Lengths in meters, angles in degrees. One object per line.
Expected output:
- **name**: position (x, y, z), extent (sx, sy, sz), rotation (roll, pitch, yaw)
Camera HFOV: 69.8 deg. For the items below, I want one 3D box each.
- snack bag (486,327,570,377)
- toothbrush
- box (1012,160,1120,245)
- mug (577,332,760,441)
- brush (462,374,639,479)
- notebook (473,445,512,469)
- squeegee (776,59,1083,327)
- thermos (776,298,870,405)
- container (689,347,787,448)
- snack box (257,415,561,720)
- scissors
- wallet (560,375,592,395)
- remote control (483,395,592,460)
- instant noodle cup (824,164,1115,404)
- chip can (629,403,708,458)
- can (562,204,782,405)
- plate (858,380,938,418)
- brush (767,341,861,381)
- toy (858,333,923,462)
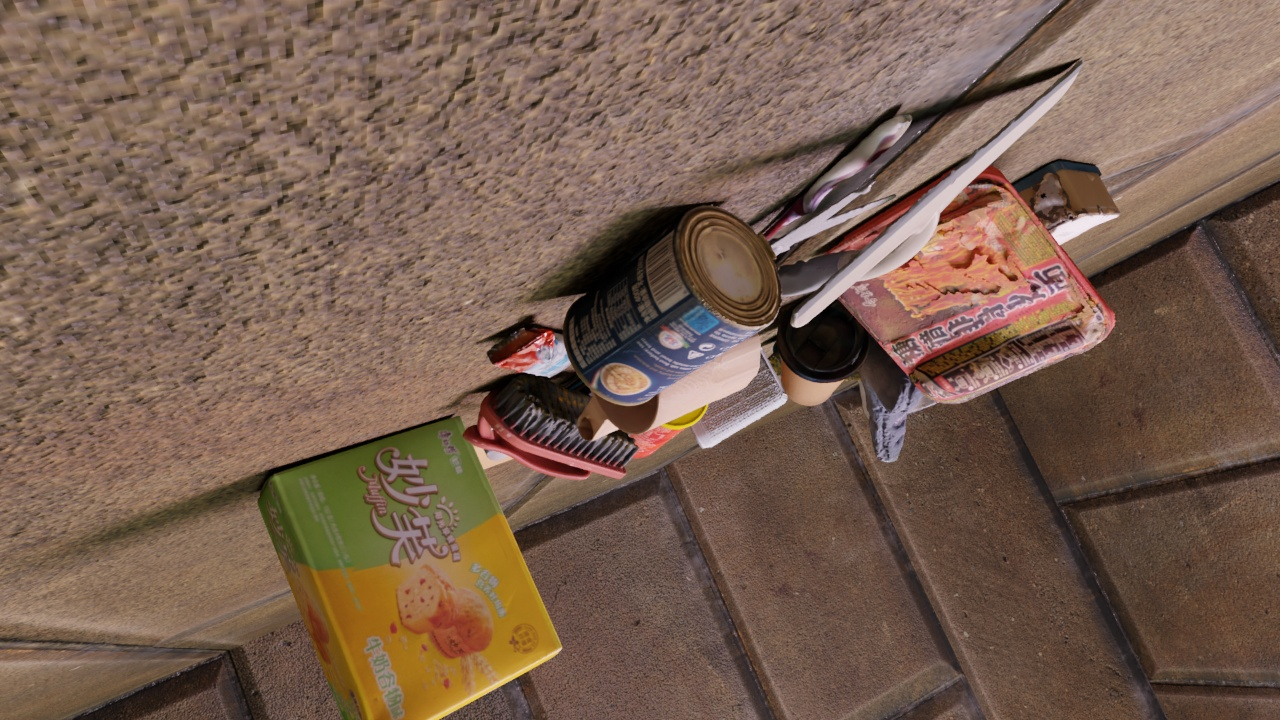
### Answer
- **snack bag**: position (-0.063, -0.005, 0.605), extent (0.045, 0.026, 0.105), rotation (-35, 170, 8)
- **toothbrush**: position (0.104, -0.093, 0.553), extent (0.016, 0.017, 0.188), rotation (-15, 168, -27)
- **box**: position (0.394, -0.144, 0.877), extent (0.090, 0.059, 0.183), rotation (-30, 171, 35)
- **mug**: position (0.017, 0.010, 0.685), extent (0.103, 0.084, 0.125), rotation (-19, 156, -35)
- **brush**: position (-0.073, 0.059, 0.738), extent (0.069, 0.063, 0.145), rotation (-44, 140, 20)
- **notebook**: position (-0.167, 0.099, 0.976), extent (0.211, 0.012, 0.150), rotation (-18, 167, -32)
- **squeegee**: position (0.141, -0.069, 0.610), extent (0.246, 0.039, 0.247), rotation (-40, -175, -18)
- **thermos**: position (0.186, -0.004, 0.966), extent (0.093, 0.093, 0.143), rotation (-23, 160, -5)
- **container**: position (0.105, 0.037, 1.072), extent (0.111, 0.090, 0.090), rotation (-29, 170, 9)
- **snack box**: position (-0.176, 0.164, 0.702), extent (0.157, 0.210, 0.070), rotation (-18, 168, -37)
- **scissors**: position (0.080, -0.065, 0.583), extent (0.169, 0.012, 0.147), rotation (-13, 161, 3)
- **wallet**: position (-0.005, 0.005, 0.827), extent (0.097, 0.020, 0.122), rotation (-36, 165, 37)
- **remote control**: position (-0.089, 0.060, 0.893), extent (0.135, 0.019, 0.056), rotation (-27, 167, -1)
- **instant noodle cup**: position (0.255, -0.066, 0.731), extent (0.165, 0.189, 0.078), rotation (-30, -156, 39)
- **chip can**: position (0.015, 0.059, 1.008), extent (0.073, 0.073, 0.217), rotation (-21, 170, -16)
- **can**: position (0.017, -0.029, 0.519), extent (0.075, 0.075, 0.111), rotation (-15, 167, -44)
- **plate**: position (0.296, -0.016, 1.075), extent (0.034, 0.163, 0.165), rotation (9, 159, -23)
- **brush**: position (0.222, -0.013, 1.097), extent (0.144, 0.055, 0.073), rotation (-2, -131, 43)
- **toy**: position (0.276, -0.030, 0.924), extent (0.091, 0.137, 0.357), rotation (-2, 140, -5)
